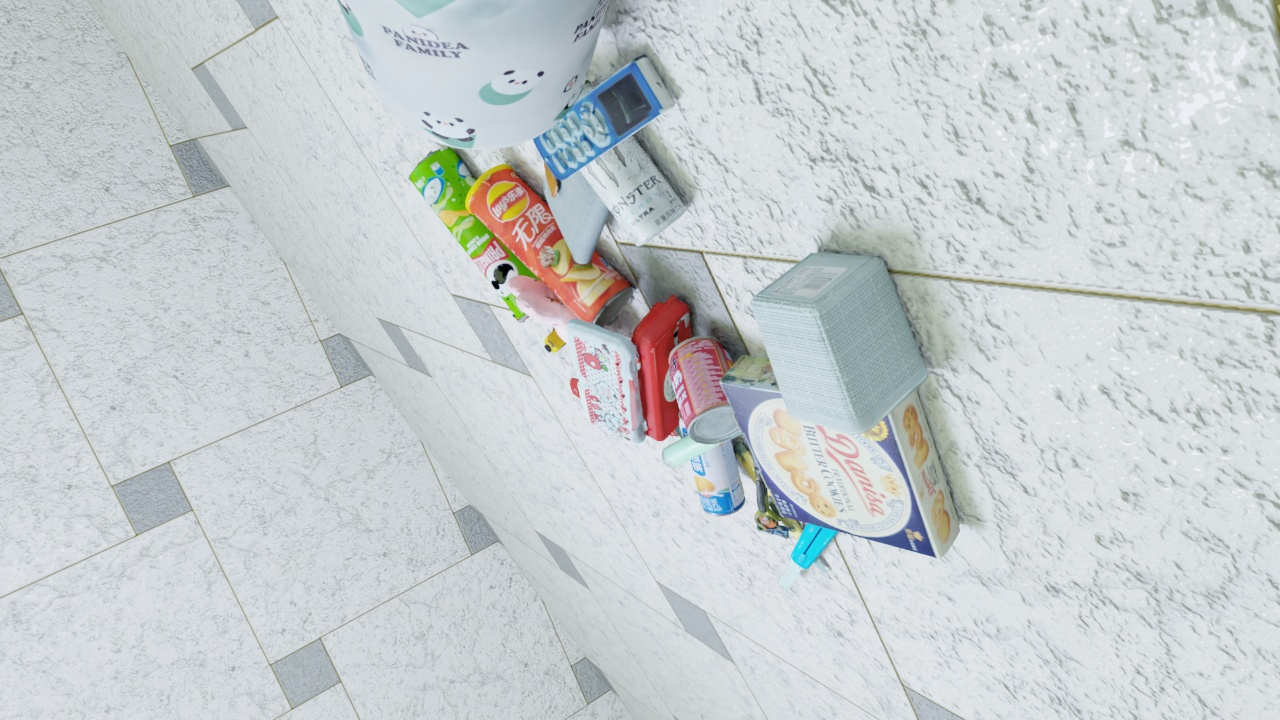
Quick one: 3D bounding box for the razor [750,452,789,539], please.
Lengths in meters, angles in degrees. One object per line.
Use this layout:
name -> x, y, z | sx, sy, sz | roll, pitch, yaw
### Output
razor -> 0.142, 0.152, 1.057 | 0.043, 0.022, 0.143 | 11, 129, 33

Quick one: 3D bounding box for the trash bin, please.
trash bin -> -0.117, -0.287, 0.633 | 0.229, 0.229, 0.252 | 48, 164, 6

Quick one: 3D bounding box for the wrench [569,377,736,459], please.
wrench -> 0.008, 0.073, 1.173 | 0.274, 0.016, 0.056 | 23, 135, 35

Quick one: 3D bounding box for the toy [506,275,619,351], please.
toy -> -0.084, -0.049, 1.085 | 0.159, 0.054, 0.121 | 29, -166, -34

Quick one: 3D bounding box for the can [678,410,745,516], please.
can -> 0.083, 0.113, 1.067 | 0.053, 0.053, 0.135 | 21, 134, 51

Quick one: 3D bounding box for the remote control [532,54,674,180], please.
remote control -> -0.033, -0.201, 0.770 | 0.125, 0.024, 0.049 | -26, 101, 32

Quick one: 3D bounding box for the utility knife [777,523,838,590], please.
utility knife -> 0.194, 0.230, 1.085 | 0.034, 0.018, 0.235 | 28, 149, 12

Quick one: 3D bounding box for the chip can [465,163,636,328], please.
chip can -> -0.103, -0.128, 1.040 | 0.216, 0.073, 0.073 | 45, 158, 13

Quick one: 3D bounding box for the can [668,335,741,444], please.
can -> 0.068, 0.029, 0.926 | 0.067, 0.066, 0.093 | 83, 173, -53

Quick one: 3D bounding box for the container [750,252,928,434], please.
container -> 0.150, -0.018, 0.711 | 0.090, 0.090, 0.111 | 14, 136, 56

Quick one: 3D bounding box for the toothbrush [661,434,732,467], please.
toothbrush -> 0.094, 0.069, 0.962 | 0.026, 0.027, 0.225 | 16, 149, -29

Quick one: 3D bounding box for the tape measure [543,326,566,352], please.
tape measure -> -0.102, -0.037, 1.199 | 0.029, 0.060, 0.057 | 49, 164, -1

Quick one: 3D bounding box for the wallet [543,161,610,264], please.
wallet -> -0.069, -0.171, 0.925 | 0.106, 0.037, 0.130 | 62, 158, 14

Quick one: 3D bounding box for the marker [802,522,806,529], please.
marker -> 0.187, 0.162, 1.025 | 0.018, 0.015, 0.124 | 29, 153, 31

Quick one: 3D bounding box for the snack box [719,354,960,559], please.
snack box -> 0.180, 0.084, 0.835 | 0.183, 0.045, 0.178 | 8, 134, 46

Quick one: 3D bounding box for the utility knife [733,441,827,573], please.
utility knife -> 0.167, 0.174, 1.088 | 0.201, 0.021, 0.031 | 50, 159, -14

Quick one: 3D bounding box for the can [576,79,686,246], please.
can -> -0.023, -0.176, 0.827 | 0.146, 0.058, 0.058 | 53, 158, -6

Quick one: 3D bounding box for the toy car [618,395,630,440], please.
toy car -> -0.021, 0.061, 1.236 | 0.048, 0.032, 0.105 | 31, 140, 29

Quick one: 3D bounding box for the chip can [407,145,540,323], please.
chip can -> -0.198, -0.160, 1.172 | 0.236, 0.072, 0.072 | 52, 158, -4

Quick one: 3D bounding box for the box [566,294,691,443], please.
box -> -0.009, 0.008, 1.017 | 0.100, 0.110, 0.202 | 30, 152, 24
